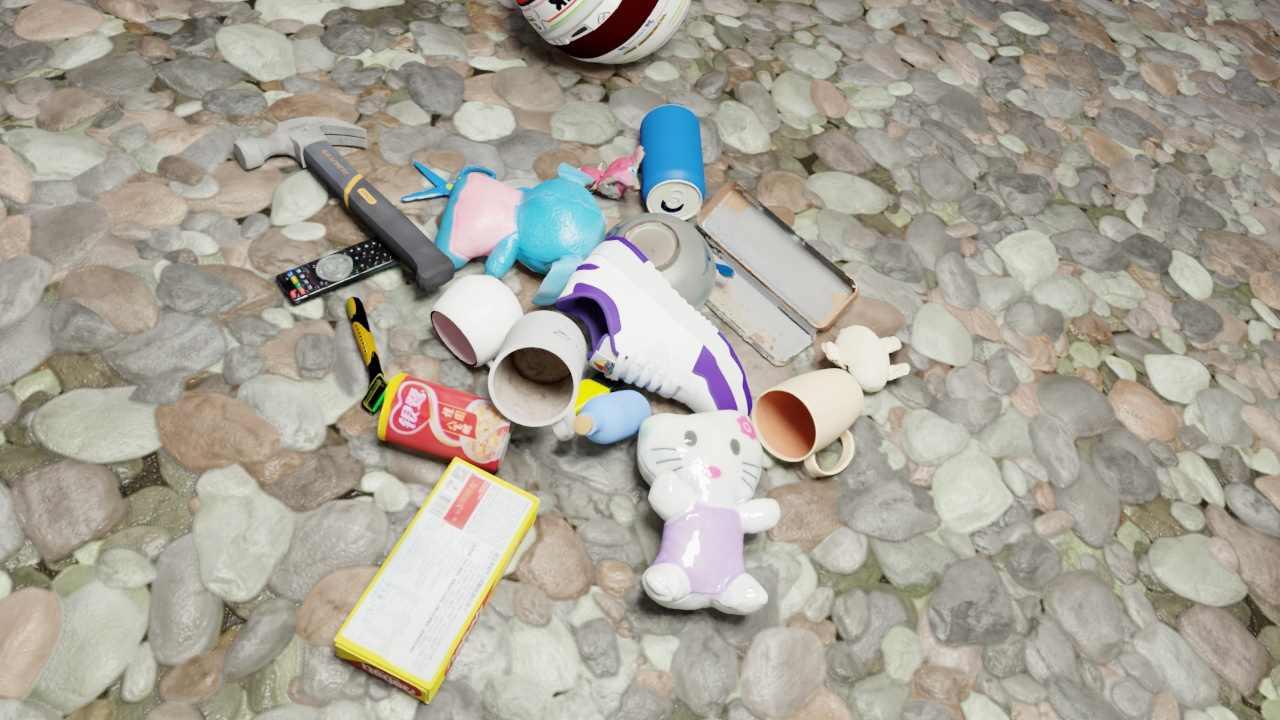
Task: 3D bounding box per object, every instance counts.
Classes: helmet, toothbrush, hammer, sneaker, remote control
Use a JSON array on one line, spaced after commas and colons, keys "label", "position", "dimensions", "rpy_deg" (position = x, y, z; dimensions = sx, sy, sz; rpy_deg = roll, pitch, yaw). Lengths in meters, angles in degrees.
[{"label": "helmet", "position": [-0.039, -0.524, 1.250], "dimensions": [0.236, 0.232, 0.313], "rpy_deg": [29, 38, -38]}, {"label": "toothbrush", "position": [0.055, -0.129, 1.088], "dimensions": [0.132, 0.016, 0.021], "rpy_deg": [30, 76, 19]}, {"label": "hammer", "position": [-0.317, -0.178, 1.029], "dimensions": [0.139, 0.035, 0.312], "rpy_deg": [-30, 60, -31]}, {"label": "sneaker", "position": [0.009, -0.009, 0.953], "dimensions": [0.111, 0.092, 0.244], "rpy_deg": [-40, 87, -24]}, {"label": "remote control", "position": [-0.320, -0.100, 0.999], "dimensions": [0.140, 0.021, 0.045], "rpy_deg": [-27, 58, -26]}]

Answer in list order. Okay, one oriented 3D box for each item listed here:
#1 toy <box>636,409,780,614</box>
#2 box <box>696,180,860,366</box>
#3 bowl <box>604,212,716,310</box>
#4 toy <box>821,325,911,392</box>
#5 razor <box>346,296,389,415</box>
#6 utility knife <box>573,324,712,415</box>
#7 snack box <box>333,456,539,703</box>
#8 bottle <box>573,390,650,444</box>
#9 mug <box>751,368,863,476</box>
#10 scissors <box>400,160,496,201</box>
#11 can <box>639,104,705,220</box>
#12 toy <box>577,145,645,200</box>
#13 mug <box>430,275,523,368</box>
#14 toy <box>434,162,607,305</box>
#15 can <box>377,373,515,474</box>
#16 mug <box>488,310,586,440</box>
[{"label": "toy", "position": [0.061, 0.140, 0.878], "dimensions": [0.137, 0.086, 0.208], "rpy_deg": [9, 54, -10]}, {"label": "box", "position": [0.138, -0.105, 1.100], "dimensions": [0.156, 0.071, 0.216], "rpy_deg": [-40, 71, -20]}, {"label": "bowl", "position": [0.013, -0.116, 1.044], "dimensions": [0.151, 0.057, 0.150], "rpy_deg": [-2, 64, 4]}, {"label": "toy", "position": [0.253, -0.003, 1.053], "dimensions": [0.112, 0.050, 0.087], "rpy_deg": [-5, 55, -13]}, {"label": "razor", "position": [-0.280, -0.013, 0.938], "dimensions": [0.021, 0.044, 0.144], "rpy_deg": [9, 42, -42]}, {"label": "utility knife", "position": [-0.006, 0.006, 1.000], "dimensions": [0.233, 0.020, 0.029], "rpy_deg": [-30, 74, -30]}, {"label": "snack box", "position": [-0.174, 0.188, 0.809], "dimensions": [0.092, 0.042, 0.200], "rpy_deg": [25, 52, 5]}, {"label": "bottle", "position": [-0.032, 0.056, 0.893], "dimensions": [0.048, 0.048, 0.131], "rpy_deg": [38, 13, 14]}, {"label": "mug", "position": [0.189, 0.066, 0.974], "dimensions": [0.104, 0.085, 0.111], "rpy_deg": [-23, 90, -40]}, {"label": "scissors", "position": [-0.226, -0.202, 1.105], "dimensions": [0.125, 0.014, 0.130], "rpy_deg": [-18, 58, -26]}, {"label": "can", "position": [0.040, -0.252, 1.165], "dimensions": [0.079, 0.079, 0.145], "rpy_deg": [6, 53, -10]}, {"label": "toy", "position": [-0.037, -0.226, 1.148], "dimensions": [0.103, 0.050, 0.065], "rpy_deg": [-1, 54, 30]}, {"label": "mug", "position": [-0.156, -0.031, 0.956], "dimensions": [0.076, 0.090, 0.124], "rpy_deg": [-42, 104, -26]}, {"label": "toy", "position": [-0.133, -0.164, 1.050], "dimensions": [0.191, 0.099, 0.223], "rpy_deg": [6, 53, 0]}, {"label": "can", "position": [-0.185, 0.061, 0.884], "dimensions": [0.124, 0.067, 0.066], "rpy_deg": [17, 52, -2]}, {"label": "mug", "position": [-0.090, 0.022, 0.888], "dimensions": [0.083, 0.119, 0.096], "rpy_deg": [-20, 19, 8]}]
